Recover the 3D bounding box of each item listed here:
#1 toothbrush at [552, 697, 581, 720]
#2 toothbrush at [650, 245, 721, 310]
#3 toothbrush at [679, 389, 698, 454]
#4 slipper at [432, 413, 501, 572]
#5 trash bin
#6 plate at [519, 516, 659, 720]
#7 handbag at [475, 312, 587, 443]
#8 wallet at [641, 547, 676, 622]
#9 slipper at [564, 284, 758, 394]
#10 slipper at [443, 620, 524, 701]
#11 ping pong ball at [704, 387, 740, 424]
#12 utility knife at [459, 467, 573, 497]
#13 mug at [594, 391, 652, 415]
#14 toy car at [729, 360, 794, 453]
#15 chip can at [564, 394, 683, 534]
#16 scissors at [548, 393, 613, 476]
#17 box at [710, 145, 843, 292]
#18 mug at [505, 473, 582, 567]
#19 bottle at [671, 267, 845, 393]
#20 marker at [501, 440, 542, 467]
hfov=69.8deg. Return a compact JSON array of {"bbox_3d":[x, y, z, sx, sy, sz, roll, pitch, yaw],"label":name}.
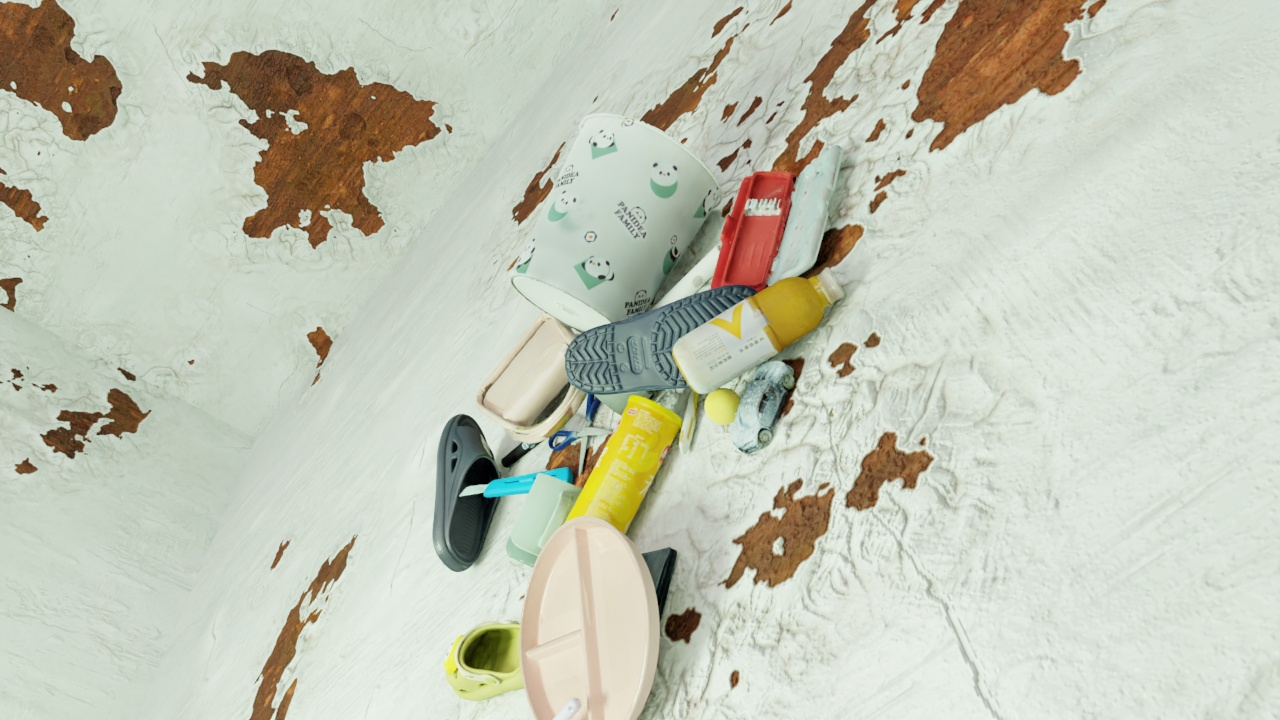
[{"bbox_3d":[-0.109,0.392,0.918,0.190,0.029,0.021,-55,-15,28],"label":"toothbrush"},{"bbox_3d":[0.091,-0.125,1.228,0.221,0.026,0.026,-43,37,24],"label":"toothbrush"},{"bbox_3d":[0.070,0.031,1.089,0.018,0.016,0.190,-21,40,38],"label":"toothbrush"},{"bbox_3d":[-0.246,0.189,1.377,0.083,0.111,0.267,-22,42,18],"label":"slipper"},{"bbox_3d":[-0.043,-0.175,1.288,0.230,0.229,0.251,4,64,62],"label":"trash bin"},{"bbox_3d":[-0.053,0.273,0.919,0.230,0.028,0.229,-23,61,49],"label":"plate"},{"bbox_3d":[-0.139,0.039,1.346,0.193,0.093,0.234,-53,24,-2],"label":"handbag"},{"bbox_3d":[-0.010,0.255,0.955,0.097,0.019,0.120,-26,37,49],"label":"wallet"},{"bbox_3d":[0.035,-0.013,1.082,0.253,0.105,0.095,-15,-2,18],"label":"slipper"},{"bbox_3d":[-0.177,0.340,1.076,0.191,0.081,0.091,-25,36,43],"label":"slipper"},{"bbox_3d":[0.090,0.049,0.998,0.040,0.040,0.040,-41,28,28],"label":"ping pong ball"},{"bbox_3d":[-0.174,0.173,1.269,0.192,0.018,0.034,-12,39,28],"label":"utility knife"},{"bbox_3d":[-0.007,0.007,1.194,0.103,0.083,0.123,-49,1,11],"label":"mug"},{"bbox_3d":[0.124,0.047,0.954,0.049,0.031,0.105,-7,54,59],"label":"toy car"},{"bbox_3d":[-0.028,0.147,1.054,0.072,0.072,0.213,2,61,61],"label":"chip can"},{"bbox_3d":[-0.081,0.095,1.283,0.163,0.012,0.175,-30,37,42],"label":"scissors"},{"bbox_3d":[0.170,-0.165,1.113,0.161,0.060,0.200,-12,47,40],"label":"box"},{"bbox_3d":[-0.107,0.199,1.103,0.106,0.082,0.112,-65,5,-15],"label":"mug"},{"bbox_3d":[0.126,-0.035,0.974,0.190,0.068,0.068,-31,29,8],"label":"bottle"},{"bbox_3d":[-0.166,0.124,1.391,0.132,0.020,0.022,-39,10,33],"label":"marker"}]
